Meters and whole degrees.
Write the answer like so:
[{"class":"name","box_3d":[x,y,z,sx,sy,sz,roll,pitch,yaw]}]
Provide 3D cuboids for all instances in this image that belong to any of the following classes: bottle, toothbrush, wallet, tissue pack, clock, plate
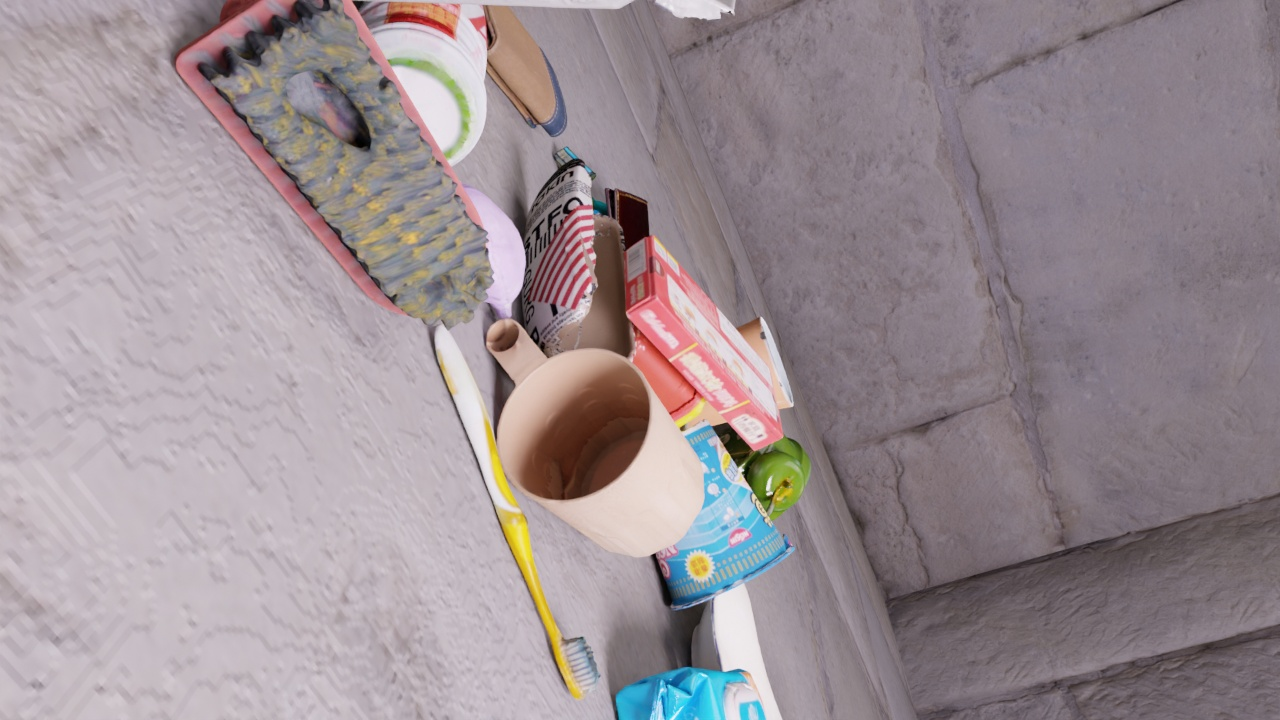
[{"class":"bottle","box_3d":[-0.114,-0.170,0.473,0.196,0.068,0.068,-102,166,-49]},{"class":"toothbrush","box_3d":[-0.058,0.071,0.434,0.016,0.018,0.191,-33,102,-79]},{"class":"wallet","box_3d":[-0.099,-0.235,0.710,0.115,0.033,0.090,43,27,-63]},{"class":"tissue pack","box_3d":[0.039,0.221,0.514,0.140,0.063,0.090,44,28,-63]},{"class":"wallet","box_3d":[-0.009,-0.089,0.833,0.096,0.020,0.122,-6,92,-72]},{"class":"clock","box_3d":[0.082,0.101,0.776,0.056,0.116,0.161,53,14,-19]},{"class":"plate","box_3d":[0.071,0.245,0.672,0.163,0.034,0.164,15,58,-76]}]

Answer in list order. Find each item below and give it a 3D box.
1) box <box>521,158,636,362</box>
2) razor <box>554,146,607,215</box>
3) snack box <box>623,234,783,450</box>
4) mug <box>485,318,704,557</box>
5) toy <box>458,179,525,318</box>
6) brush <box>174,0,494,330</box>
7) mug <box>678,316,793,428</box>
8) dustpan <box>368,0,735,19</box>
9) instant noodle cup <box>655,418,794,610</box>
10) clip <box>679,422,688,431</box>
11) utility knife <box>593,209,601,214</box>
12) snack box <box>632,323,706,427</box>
[{"class":"box","box_3d":[-0.036,-0.056,0.604,0.087,0.076,0.162,32,32,-34]},{"class":"razor","box_3d":[-0.038,-0.149,0.838,0.043,0.028,0.132,43,4,23]},{"class":"snack box","box_3d":[0.044,-0.010,0.623,0.153,0.025,0.075,45,26,-32]},{"class":"mug","box_3d":[-0.028,0.042,0.503,0.124,0.084,0.103,46,-4,34]},{"class":"toy","box_3d":[-0.081,-0.059,0.465,0.108,0.039,0.084,-148,-145,-81]},{"class":"brush","box_3d":[-0.109,-0.074,0.363,0.069,0.063,0.146,40,-15,47]},{"class":"mug","box_3d":[0.056,0.020,0.762,0.078,0.123,0.078,-19,90,-78]},{"class":"dustpan","box_3d":[-0.082,-0.250,0.404,0.222,0.258,0.143,-77,165,-53]},{"class":"instant noodle cup","box_3d":[0.042,0.106,0.657,0.110,0.099,0.099,63,12,8]},{"class":"clip","box_3d":[-0.007,0.031,0.726,0.104,0.083,0.035,52,1,36]},{"class":"utility knife","box_3d":[-0.013,-0.099,0.896,0.191,0.018,0.034,36,36,-70]},{"class":"snack box","box_3d":[-0.004,0.004,0.652,0.080,0.082,0.091,47,22,-28]}]
